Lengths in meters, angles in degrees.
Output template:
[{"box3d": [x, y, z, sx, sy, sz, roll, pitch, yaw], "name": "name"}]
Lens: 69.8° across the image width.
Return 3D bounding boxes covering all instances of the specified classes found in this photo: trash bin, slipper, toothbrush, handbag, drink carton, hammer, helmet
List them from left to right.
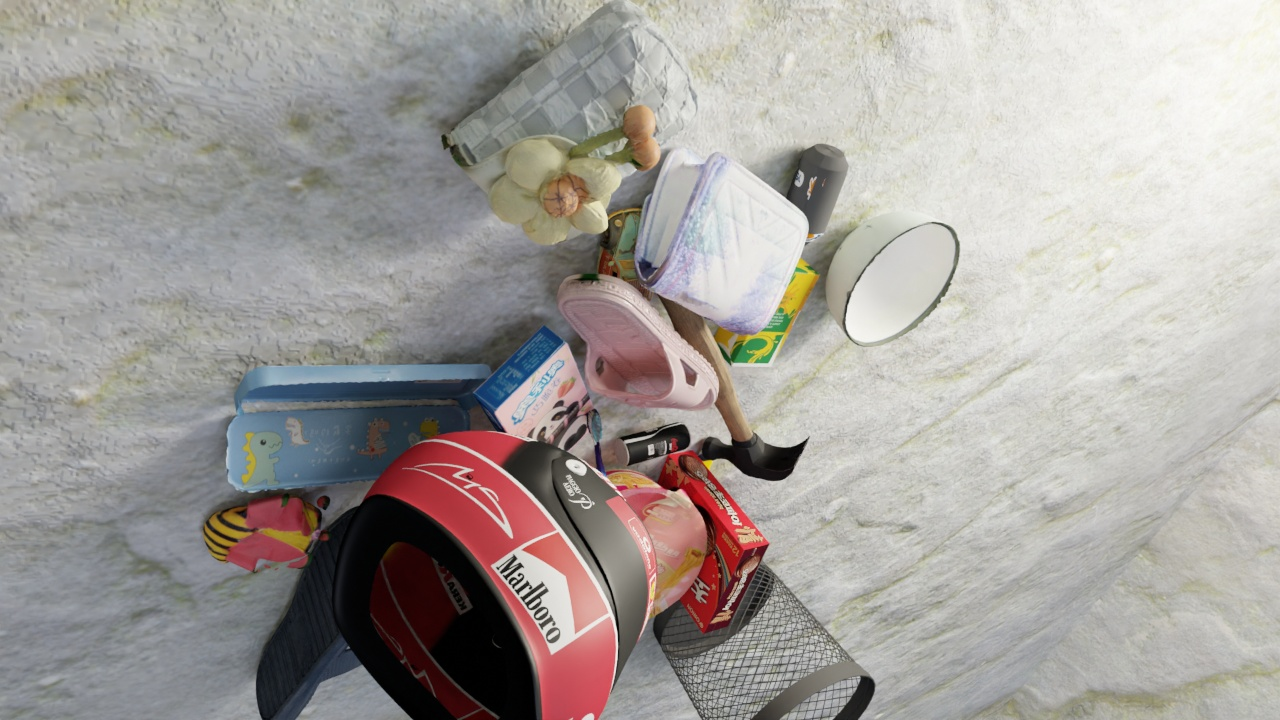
[{"box3d": [-0.277, 0.247, 0.862, 0.082, 0.101, 0.264, 13, 121, -43], "name": "slipper"}, {"box3d": [-0.098, 0.171, 0.728, 0.224, 0.271, 0.198, -10, 130, -54], "name": "helmet"}, {"box3d": [-0.037, -0.162, 0.651, 0.171, 0.123, 0.112, -39, 134, 8], "name": "handbag"}, {"box3d": [-0.035, 0.131, 0.901, 0.016, 0.017, 0.189, -13, 118, -12], "name": "toothbrush"}, {"box3d": [-0.005, 0.005, 0.833, 0.239, 0.094, 0.064, 47, 49, -53], "name": "slipper"}, {"box3d": [0.067, -0.101, 0.809, 0.158, 0.069, 0.126, 23, 89, -47], "name": "handbag"}, {"box3d": [0.080, 0.019, 0.932, 0.040, 0.132, 0.305, -57, 138, -28], "name": "hammer"}, {"box3d": [0.154, 0.406, 1.233, 0.217, 0.227, 0.218, -21, 136, -21], "name": "trash bin"}, {"box3d": [0.128, -0.054, 0.938, 0.058, 0.041, 0.123, 1, 126, -38], "name": "drink carton"}]

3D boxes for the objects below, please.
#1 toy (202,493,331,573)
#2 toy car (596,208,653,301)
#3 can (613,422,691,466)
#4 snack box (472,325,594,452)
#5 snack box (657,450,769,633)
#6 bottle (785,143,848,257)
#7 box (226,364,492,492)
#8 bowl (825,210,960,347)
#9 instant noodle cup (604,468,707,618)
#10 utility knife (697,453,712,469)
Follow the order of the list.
[{"box3d": [-0.316, 0.145, 0.782, 0.103, 0.046, 0.084, -4, 132, -25], "name": "toy"}, {"box3d": [-0.010, -0.077, 0.807, 0.047, 0.047, 0.112, -12, 131, -28], "name": "toy car"}, {"box3d": [0.014, 0.090, 0.989, 0.080, 0.031, 0.032, -13, 133, -29], "name": "can"}, {"box3d": [-0.090, 0.044, 0.833, 0.087, 0.033, 0.154, -45, 153, -17], "name": "snack box"}, {"box3d": [0.065, 0.203, 1.038, 0.035, 0.152, 0.133, -5, 129, -34], "name": "snack box"}, {"box3d": [0.161, -0.149, 0.872, 0.046, 0.047, 0.113, -9, 131, -32], "name": "bottle"}, {"box3d": [-0.229, 0.047, 0.760, 0.209, 0.047, 0.122, 0, 125, -37], "name": "box"}, {"box3d": [0.256, -0.096, 0.974, 0.153, 0.073, 0.154, -21, 137, -21], "name": "bowl"}, {"box3d": [-0.024, 0.195, 0.995, 0.178, 0.077, 0.179, -9, 118, -17], "name": "instant noodle cup"}, {"box3d": [0.046, 0.201, 1.126, 0.030, 0.019, 0.228, -1, 122, -31], "name": "utility knife"}]
